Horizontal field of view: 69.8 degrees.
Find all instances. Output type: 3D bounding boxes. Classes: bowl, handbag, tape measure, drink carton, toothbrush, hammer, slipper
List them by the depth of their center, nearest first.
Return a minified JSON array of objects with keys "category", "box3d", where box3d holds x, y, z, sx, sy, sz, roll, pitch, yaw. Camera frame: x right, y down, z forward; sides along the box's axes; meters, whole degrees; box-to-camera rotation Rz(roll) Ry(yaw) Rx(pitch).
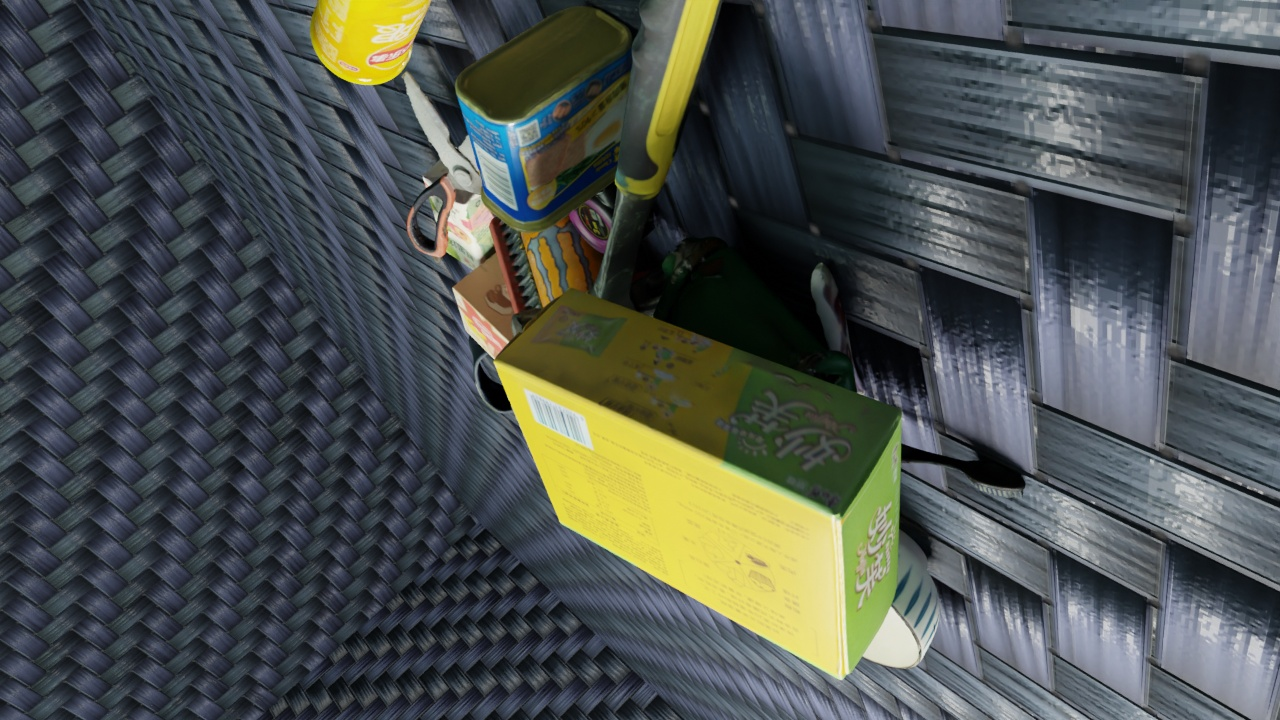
[{"category":"hammer","box3d":[0.004,-0.106,0.473,0.032,0.126,0.324,63,157,24]},{"category":"handbag","box3d":[0.063,-0.003,0.542,0.131,0.068,0.120,51,169,28]},{"category":"toothbrush","box3d":[0.129,0.016,0.545,0.017,0.016,0.188,20,147,42]},{"category":"toothbrush","box3d":[0.139,0.052,0.555,0.189,0.014,0.018,15,152,43]},{"category":"tape measure","box3d":[-0.018,-0.100,0.612,0.058,0.039,0.057,11,139,55]},{"category":"bowl","box3d":[0.163,0.157,0.658,0.116,0.066,0.117,34,152,21]},{"category":"drink carton","box3d":[-0.160,-0.135,0.851,0.053,0.045,0.123,33,159,14]},{"category":"slipper","box3d":[-0.158,0.008,1.083,0.111,0.083,0.268,57,159,-20]}]

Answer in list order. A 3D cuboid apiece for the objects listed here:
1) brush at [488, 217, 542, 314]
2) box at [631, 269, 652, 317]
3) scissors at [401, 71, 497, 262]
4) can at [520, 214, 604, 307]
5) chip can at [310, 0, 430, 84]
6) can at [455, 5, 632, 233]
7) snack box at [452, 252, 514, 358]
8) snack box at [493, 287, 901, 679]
[{"category":"brush","box3d":[-0.072,-0.045,0.714,0.069,0.063,0.145,-40,64,56]},{"category":"box","box3d":[0.008,0.004,0.714,0.201,0.073,0.154,177,84,-67]},{"category":"scissors","box3d":[-0.143,-0.140,0.755,0.189,0.015,0.225,-7,138,34]},{"category":"can","box3d":[-0.040,-0.041,0.650,0.058,0.058,0.146,125,128,-72]},{"category":"chip can","box3d":[-0.161,-0.245,0.571,0.072,0.072,0.214,52,158,-10]},{"category":"can","box3d":[-0.048,-0.135,0.511,0.057,0.102,0.083,40,158,25]},{"category":"snack box","box3d":[-0.119,-0.043,0.894,0.093,0.077,0.094,44,161,16]},{"category":"snack box","box3d":[0.033,0.064,0.503,0.210,0.069,0.158,22,144,31]}]
